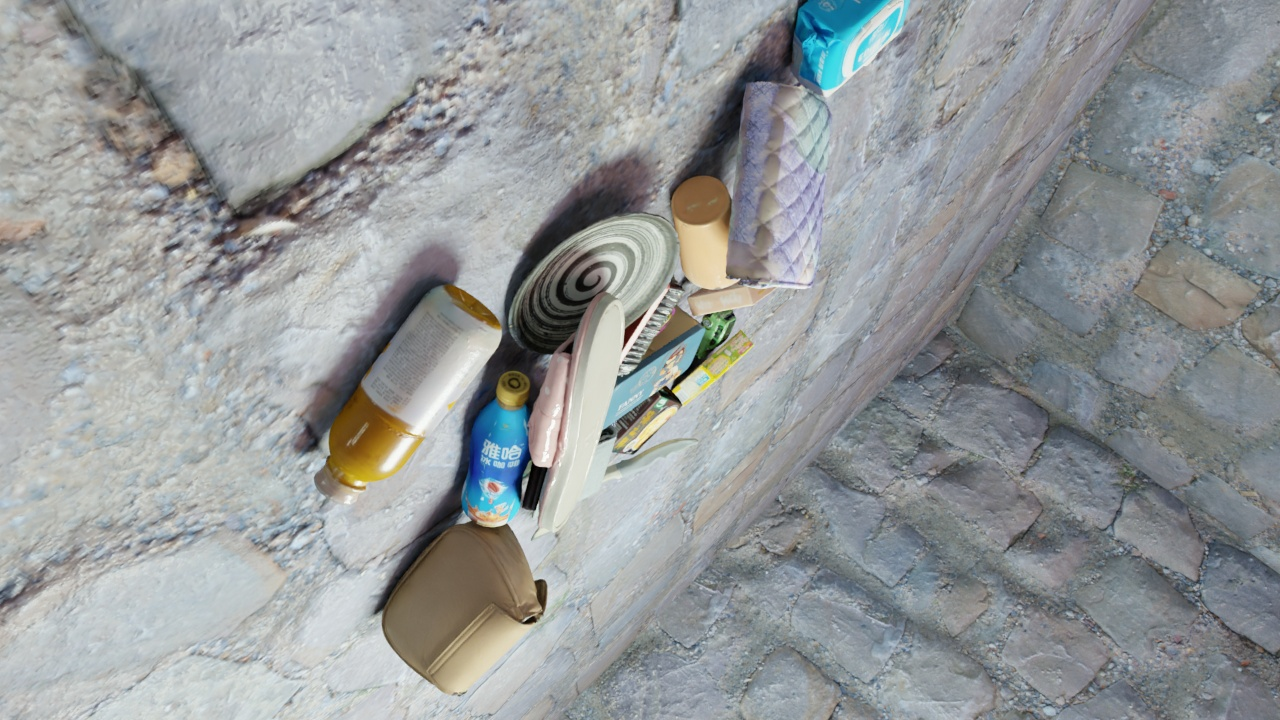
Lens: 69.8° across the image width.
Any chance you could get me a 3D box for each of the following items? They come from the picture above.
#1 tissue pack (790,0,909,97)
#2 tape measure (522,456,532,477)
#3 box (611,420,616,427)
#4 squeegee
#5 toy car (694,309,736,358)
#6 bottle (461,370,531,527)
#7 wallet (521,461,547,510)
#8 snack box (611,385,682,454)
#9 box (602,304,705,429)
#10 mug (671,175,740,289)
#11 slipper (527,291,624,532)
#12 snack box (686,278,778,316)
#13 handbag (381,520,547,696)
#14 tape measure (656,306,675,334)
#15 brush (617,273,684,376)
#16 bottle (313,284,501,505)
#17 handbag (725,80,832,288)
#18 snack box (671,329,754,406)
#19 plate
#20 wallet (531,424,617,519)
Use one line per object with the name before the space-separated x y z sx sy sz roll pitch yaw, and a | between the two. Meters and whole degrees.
tissue pack | 0.206 -0.327 0.885 0.140 0.063 0.090 -44 161 -14
tape measure | -0.133 0.113 1.057 0.058 0.025 0.054 -42 159 -17
box | -0.082 0.118 1.171 0.165 0.057 0.070 -59 174 34
squeegee | -0.033 0.162 1.271 0.246 0.039 0.246 -31 172 1
toy car | 0.101 -0.037 1.272 0.043 0.036 0.091 -32 159 -43
bottle | -0.141 0.090 0.932 0.065 0.065 0.219 -34 156 -37
wallet | -0.107 0.101 0.988 0.096 0.020 0.122 129 -24 -78
snack box | 0.000 0.065 1.234 0.126 0.053 0.113 -46 162 8
box | -0.006 0.006 1.080 0.183 0.060 0.090 -37 158 -35
mug | 0.071 -0.136 0.955 0.078 0.078 0.123 -46 156 -8
slipper | -0.070 0.052 0.887 0.113 0.054 0.275 -53 161 -54
snack box | 0.130 -0.095 1.131 0.085 0.026 0.156 -8 -164 35
handbag | -0.195 0.274 1.039 0.205 0.147 0.099 -47 162 26
tape measure | 0.009 -0.053 1.029 0.057 0.039 0.058 -45 166 -10
brush | -0.020 -0.042 0.961 0.069 0.063 0.146 11 125 -34
bottle | -0.184 0.030 0.711 0.190 0.068 0.068 -51 161 8
handbag | 0.136 -0.167 0.910 0.134 0.076 0.194 -6 102 -64
snack box | 0.101 0.013 1.316 0.086 0.034 0.141 -40 179 -23
plate | -0.045 -0.073 0.847 0.179 0.024 0.180 -27 151 -16
wallet | -0.082 0.140 1.100 0.106 0.037 0.130 -24 152 -30
